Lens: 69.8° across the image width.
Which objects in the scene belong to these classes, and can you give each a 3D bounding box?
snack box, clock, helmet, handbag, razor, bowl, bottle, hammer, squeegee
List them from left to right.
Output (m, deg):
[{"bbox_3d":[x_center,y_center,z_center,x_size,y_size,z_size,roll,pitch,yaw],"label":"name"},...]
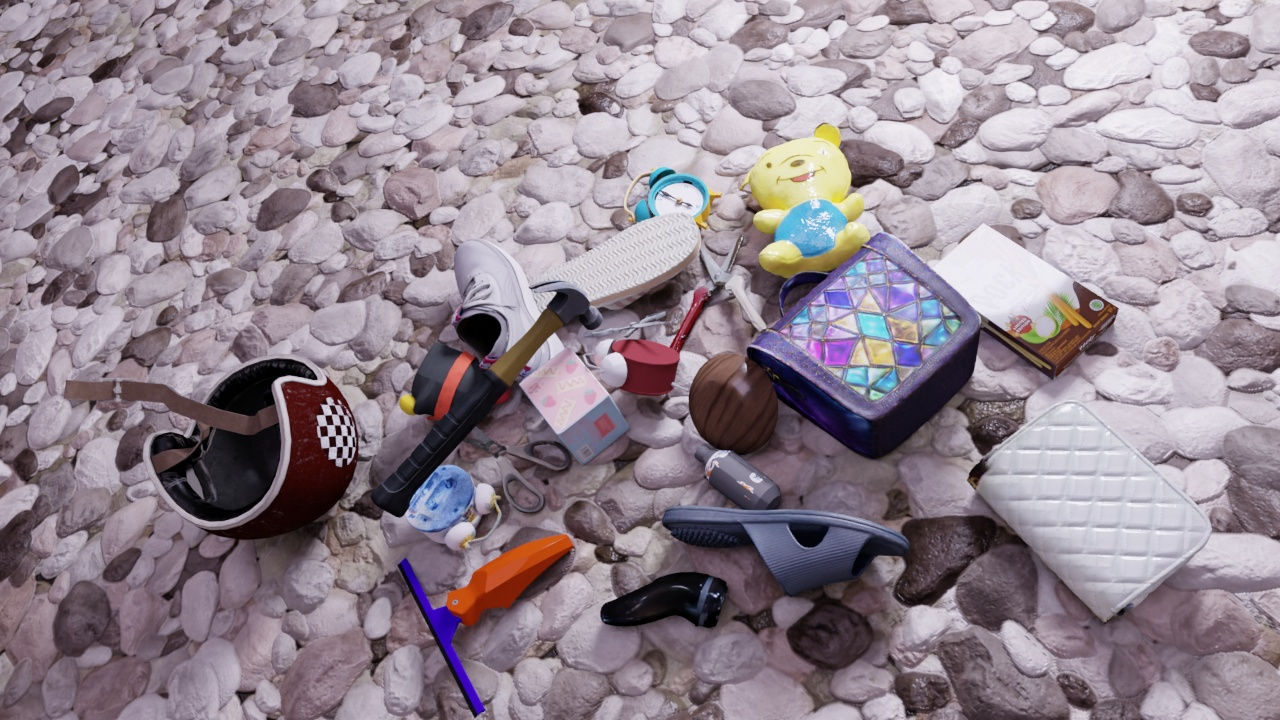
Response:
[{"bbox_3d":[-0.475,0.101,1.110,0.233,0.253,0.233,-22,81,10],"label":"helmet"},{"bbox_3d":[-0.224,0.179,1.105,0.125,0.052,0.088,18,62,29],"label":"clock"},{"bbox_3d":[-0.179,0.040,1.042,0.332,0.118,0.025,-48,55,-7],"label":"hammer"},{"bbox_3d":[-0.159,0.253,1.043,0.184,0.055,0.249,-30,41,-16],"label":"squeegee"},{"bbox_3d":[-0.079,0.055,1.113,0.079,0.093,0.095,-38,56,-6],"label":"snack box"},{"bbox_3d":[-0.007,0.007,1.107,0.124,0.044,0.087,5,20,-13],"label":"clock"},{"bbox_3d":[0.026,0.266,0.987,0.141,0.053,0.063,-17,89,14],"label":"razor"},{"bbox_3d":[0.041,-0.221,1.273,0.130,0.044,0.099,16,66,17],"label":"clock"},{"bbox_3d":[0.098,0.053,1.054,0.119,0.032,0.119,7,101,37],"label":"bowl"},{"bbox_3d":[0.107,0.133,1.038,0.112,0.047,0.047,35,75,30],"label":"bottle"},{"bbox_3d":[0.245,-0.024,1.042,0.204,0.125,0.222,-41,59,-8],"label":"handbag"},{"bbox_3d":[0.438,-0.072,1.067,0.101,0.032,0.186,-40,57,-9],"label":"snack box"},{"bbox_3d":[0.443,0.146,0.914,0.139,0.072,0.195,-38,57,3],"label":"handbag"}]

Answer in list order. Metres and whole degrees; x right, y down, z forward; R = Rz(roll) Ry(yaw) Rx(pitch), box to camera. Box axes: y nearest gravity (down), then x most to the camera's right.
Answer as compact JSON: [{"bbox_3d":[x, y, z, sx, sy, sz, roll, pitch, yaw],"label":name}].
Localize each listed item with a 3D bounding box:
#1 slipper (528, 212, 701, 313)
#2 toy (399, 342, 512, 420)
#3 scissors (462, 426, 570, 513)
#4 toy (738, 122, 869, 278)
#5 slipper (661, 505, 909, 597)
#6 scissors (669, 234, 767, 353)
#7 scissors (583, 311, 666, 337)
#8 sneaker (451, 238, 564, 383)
[{"bbox_3d":[-0.037,-0.116,1.229,0.263,0.052,0.115,-22,52,16],"label":"slipper"},{"bbox_3d":[-0.231,0.038,1.174,0.119,0.097,0.100,23,99,2],"label":"toy"},{"bbox_3d":[-0.161,0.112,1.125,0.153,0.013,0.163,-21,72,-11],"label":"scissors"},{"bbox_3d":[0.209,-0.199,1.182,0.149,0.084,0.213,-10,57,3],"label":"toy"},{"bbox_3d":[0.145,0.205,0.962,0.264,0.101,0.082,1,68,24],"label":"slipper"},{"bbox_3d":[0.105,-0.077,1.165,0.179,0.015,0.199,21,73,46],"label":"scissors"},{"bbox_3d":[-0.021,-0.039,1.153,0.165,0.141,0.014,-11,100,31],"label":"scissors"},{"bbox_3d":[-0.203,-0.067,1.192,0.097,0.128,0.263,-47,56,21],"label":"sneaker"}]
